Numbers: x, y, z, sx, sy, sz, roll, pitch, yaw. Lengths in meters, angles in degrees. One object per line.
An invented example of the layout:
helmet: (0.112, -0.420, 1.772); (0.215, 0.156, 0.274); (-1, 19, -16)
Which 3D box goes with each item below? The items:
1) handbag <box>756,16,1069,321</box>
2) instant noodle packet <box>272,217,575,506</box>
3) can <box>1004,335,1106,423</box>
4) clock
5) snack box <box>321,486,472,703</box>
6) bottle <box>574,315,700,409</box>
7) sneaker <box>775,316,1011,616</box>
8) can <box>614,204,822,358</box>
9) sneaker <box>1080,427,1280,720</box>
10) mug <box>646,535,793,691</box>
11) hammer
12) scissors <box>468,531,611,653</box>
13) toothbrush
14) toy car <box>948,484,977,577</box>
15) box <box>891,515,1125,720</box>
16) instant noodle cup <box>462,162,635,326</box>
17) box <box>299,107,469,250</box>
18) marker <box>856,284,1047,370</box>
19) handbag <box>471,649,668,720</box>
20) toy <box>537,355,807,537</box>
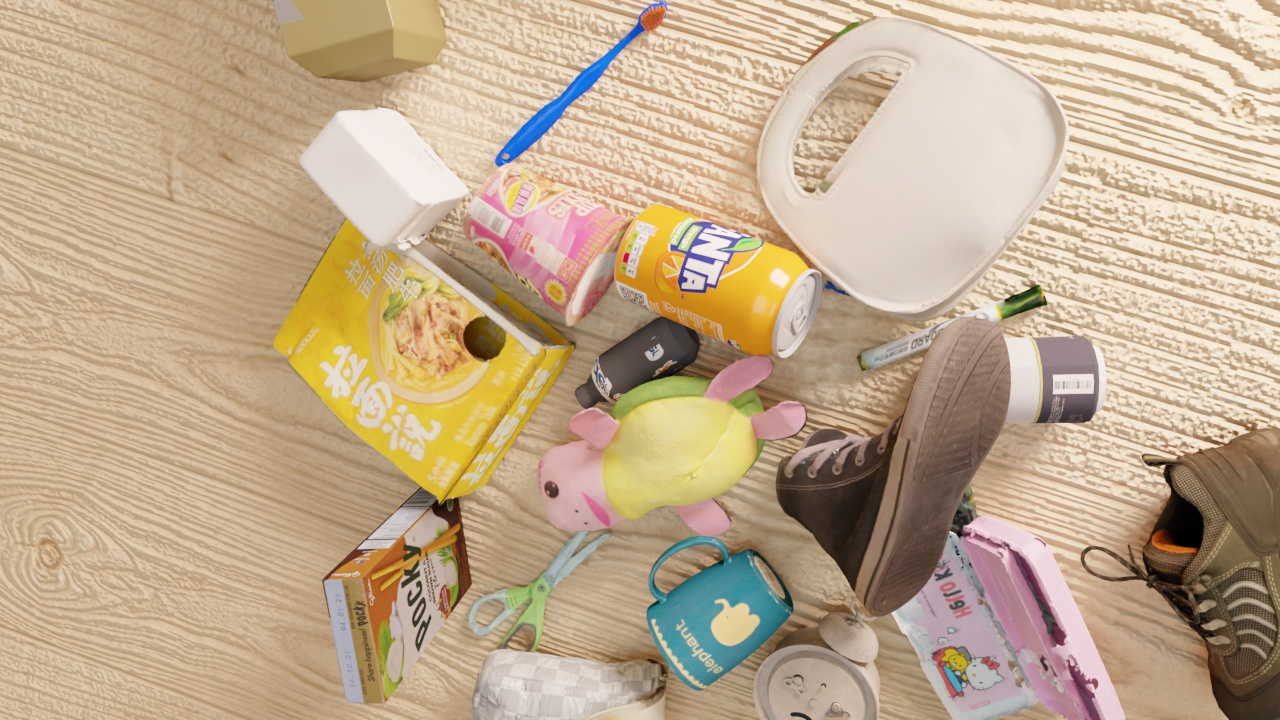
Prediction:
handbag: (0.184, -0.140, 0.665); (0.199, 0.092, 0.201); (45, 109, 18)
instant noodle packet: (-0.193, -0.010, 0.769); (0.221, 0.084, 0.163); (36, 106, 7)
can: (0.274, 0.015, 0.690); (0.127, 0.064, 0.064); (-1, 104, 11)
clock: (0.161, 0.259, 0.775); (0.103, 0.061, 0.157); (28, 111, 15)
snack box: (-0.192, 0.182, 0.755); (0.032, 0.185, 0.101); (-3, 103, 11)
bottle: (-0.004, 0.004, 0.748); (0.112, 0.047, 0.047); (-33, 96, 16)
sneaker: (0.179, 0.060, 0.670); (0.095, 0.120, 0.235); (-13, 127, -30)
can: (0.055, -0.059, 0.681); (0.142, 0.079, 0.079); (25, 109, 26)
sneaker: (0.419, 0.172, 0.683); (0.143, 0.101, 0.238); (-5, 99, 7)
mug: (0.061, 0.200, 0.768); (0.104, 0.084, 0.112); (-38, 93, 11)
hammer: (-0.104, -0.331, 0.650); (0.325, 0.100, 0.190); (-10, 102, 13)
scissors: (-0.082, 0.209, 0.833); (0.078, 0.032, 0.176); (47, 111, 0)
toothbrush: (-0.048, -0.212, 0.714); (0.183, 0.018, 0.016); (-39, 119, 17)
toy car: (0.248, 0.130, 0.741); (0.048, 0.033, 0.105); (-18, 111, 11)
box: (0.289, 0.213, 0.734); (0.150, 0.073, 0.201); (-11, 117, 45)
instant noodle cup: (-0.073, -0.097, 0.715); (0.108, 0.097, 0.098); (34, 108, 9)
box: (-0.201, -0.135, 0.717); (0.076, 0.107, 0.102); (-39, 95, 20)
marker: (0.240, -0.023, 0.711); (0.147, 0.017, 0.017); (-22, 99, 15)
handbag: (-0.066, 0.323, 0.802); (0.171, 0.123, 0.113); (5, 111, 3)
toy: (0.019, 0.073, 0.737); (0.239, 0.087, 0.190); (-33, 130, 25)
